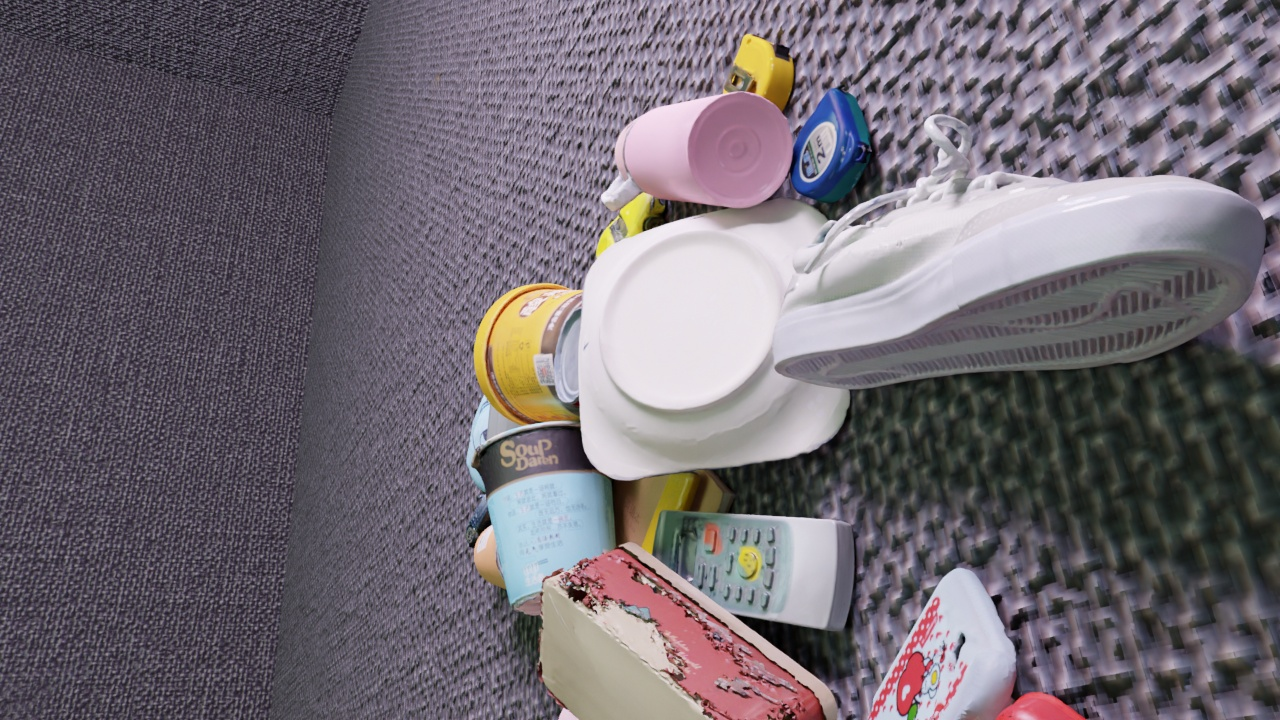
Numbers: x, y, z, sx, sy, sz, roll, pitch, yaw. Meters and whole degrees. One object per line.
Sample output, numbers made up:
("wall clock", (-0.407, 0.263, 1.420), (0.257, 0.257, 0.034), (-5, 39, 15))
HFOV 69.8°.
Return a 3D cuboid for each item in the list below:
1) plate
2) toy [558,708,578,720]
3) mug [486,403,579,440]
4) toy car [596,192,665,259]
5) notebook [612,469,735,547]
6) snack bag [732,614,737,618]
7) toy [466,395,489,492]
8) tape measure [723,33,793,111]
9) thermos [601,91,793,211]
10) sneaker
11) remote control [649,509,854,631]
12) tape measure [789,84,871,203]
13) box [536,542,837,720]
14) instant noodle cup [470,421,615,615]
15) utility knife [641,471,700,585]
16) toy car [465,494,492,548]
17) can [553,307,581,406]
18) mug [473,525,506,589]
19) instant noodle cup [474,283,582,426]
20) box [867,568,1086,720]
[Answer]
("plate", (0.032, -0.018, 0.528), (0.164, 0.034, 0.164), (-12, 66, 22))
("toy", (-0.006, 0.247, 0.584), (0.121, 0.054, 0.160), (42, 112, 44))
("mug", (-0.090, 0.030, 0.821), (0.124, 0.083, 0.103), (93, -177, -84))
("toy car", (-0.012, -0.098, 0.747), (0.105, 0.032, 0.048), (-62, 31, 29))
("notebook", (-0.002, 0.153, 0.664), (0.149, 0.012, 0.212), (46, 121, 59))
("snack bag", (0.044, 0.155, 0.546), (0.048, 0.026, 0.104), (-55, 42, 33))
("toy", (-0.148, 0.080, 0.937), (0.162, 0.049, 0.156), (-54, 29, 40))
("tape measure", (0.074, -0.182, 0.606), (0.057, 0.029, 0.060), (55, 130, 54))
("thermos", (0.024, -0.132, 0.612), (0.087, 0.067, 0.198), (-45, 20, -4))
("sneaker", (0.137, -0.046, 0.380), (0.243, 0.089, 0.090), (162, 119, -68))
("remote control", (0.057, 0.113, 0.509), (0.135, 0.019, 0.056), (-6, 71, 48))
("tape measure", (0.108, -0.117, 0.519), (0.055, 0.025, 0.058), (127, 148, -46))
("box", (0.011, 0.175, 0.486), (0.168, 0.077, 0.091), (27, 121, 44))
("instant noodle cup", (-0.066, 0.122, 0.683), (0.111, 0.111, 0.120), (-44, 49, 50))
("utility knife", (0.009, 0.140, 0.613), (0.033, 0.015, 0.154), (41, 116, 54))
("toy car", (-0.126, 0.139, 0.867), (0.121, 0.054, 0.036), (-57, 36, 38))
("can", (-0.004, 0.004, 0.624), (0.067, 0.093, 0.066), (-32, 53, 56))
("mug", (-0.102, 0.166, 0.792), (0.123, 0.078, 0.078), (152, 123, -63))
("instant noodle cup", (-0.052, -0.004, 0.708), (0.115, 0.118, 0.118), (0, 81, 56))
("box", (0.114, 0.202, 0.365), (0.201, 0.065, 0.159), (-69, 25, 19))
